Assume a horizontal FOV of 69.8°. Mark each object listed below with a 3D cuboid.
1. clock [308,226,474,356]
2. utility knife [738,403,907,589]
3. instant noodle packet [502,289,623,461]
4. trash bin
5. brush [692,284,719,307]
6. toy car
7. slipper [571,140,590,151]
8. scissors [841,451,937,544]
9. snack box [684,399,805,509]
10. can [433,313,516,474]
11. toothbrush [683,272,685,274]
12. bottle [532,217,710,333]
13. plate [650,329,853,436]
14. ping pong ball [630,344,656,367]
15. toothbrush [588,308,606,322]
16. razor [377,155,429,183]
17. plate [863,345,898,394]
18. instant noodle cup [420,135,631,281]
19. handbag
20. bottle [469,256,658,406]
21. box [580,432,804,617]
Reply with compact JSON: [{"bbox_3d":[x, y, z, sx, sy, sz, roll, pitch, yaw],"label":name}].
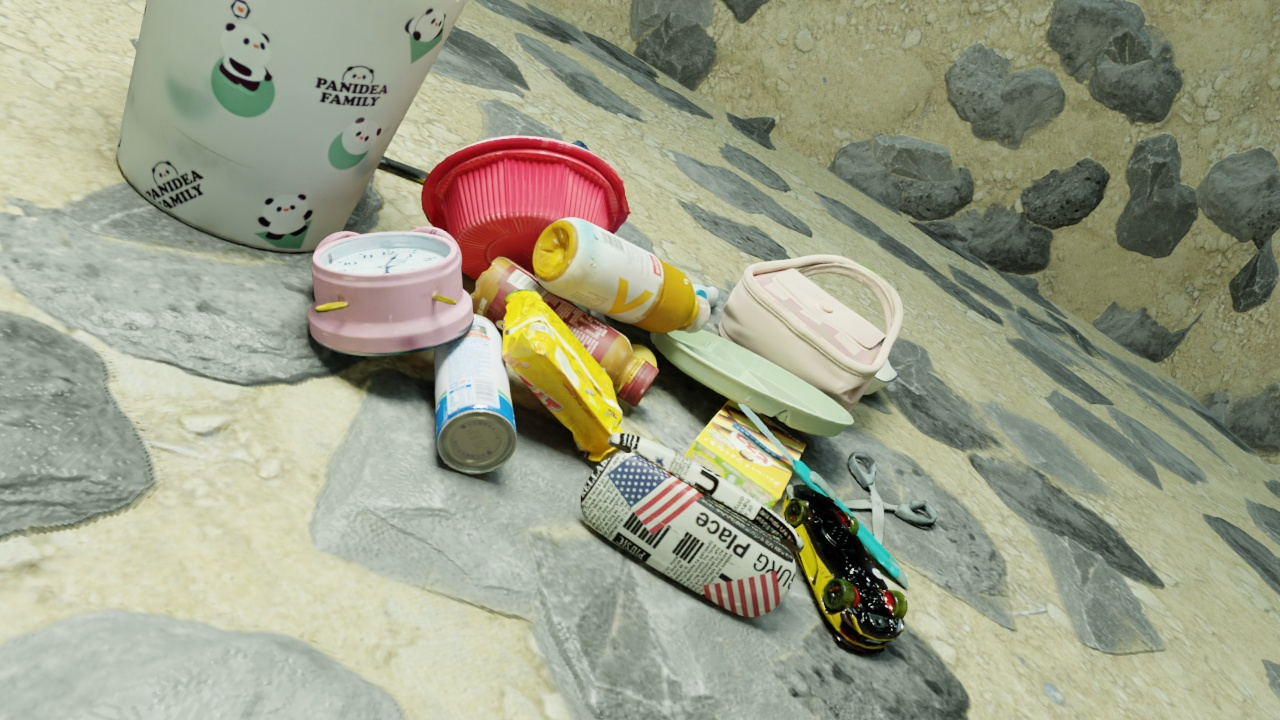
[{"bbox_3d":[-0.187,-0.060,0.681,0.117,0.060,0.158,-6,24,-14],"label":"clock"},{"bbox_3d":[0.164,0.118,0.817,0.222,0.013,0.029,46,21,-2],"label":"utility knife"},{"bbox_3d":[-0.062,0.011,0.718,0.128,0.044,0.110,53,8,-27],"label":"instant noodle packet"},{"bbox_3d":[-0.280,-0.240,0.727,0.229,0.252,0.229,26,24,-13],"label":"trash bin"},{"bbox_3d":[0.029,-0.079,1.039,0.109,0.060,0.314,11,6,6],"label":"brush"},{"bbox_3d":[0.159,0.164,0.742,0.071,0.041,0.155,19,30,-29],"label":"toy car"},{"bbox_3d":[-0.102,-0.173,1.032,0.095,0.105,0.252,54,24,-18],"label":"slipper"},{"bbox_3d":[0.241,0.145,0.925,0.159,0.014,0.180,24,27,-14],"label":"scissors"},{"bbox_3d":[0.096,0.085,0.835,0.087,0.034,0.140,35,25,8],"label":"snack box"},{"bbox_3d":[-0.121,0.020,0.662,0.053,0.053,0.134,21,25,-25],"label":"can"},{"bbox_3d":[-0.019,-0.124,1.126,0.185,0.017,0.012,16,40,-34],"label":"toothbrush"},{"bbox_3d":[-0.009,-0.068,0.823,0.189,0.068,0.068,21,24,-44],"label":"bottle"},{"bbox_3d":[0.109,0.017,0.936,0.230,0.027,0.230,26,11,-6],"label":"plate"},{"bbox_3d":[-0.005,0.005,0.855,0.040,0.040,0.040,27,24,-13],"label":"ping pong ball"},{"bbox_3d":[-0.063,-0.085,0.998,0.016,0.016,0.180,20,28,-31],"label":"toothbrush"},{"bbox_3d":[-0.245,-0.204,0.999,0.142,0.022,0.042,15,72,-28],"label":"razor"},{"bbox_3d":[0.246,-0.024,1.226,0.205,0.046,0.204,27,23,-13],"label":"plate"},{"bbox_3d":[-0.105,-0.121,0.848,0.193,0.194,0.065,16,57,-34],"label":"instant noodle cup"},{"bbox_3d":[0.229,-0.055,1.112,0.193,0.094,0.233,41,47,17],"label":"handbag"},{"bbox_3d":[-0.066,-0.023,0.811,0.175,0.058,0.057,34,23,3],"label":"bottle"},{"bbox_3d":[0.035,0.118,0.655,0.162,0.087,0.076,34,-17,-5],"label":"box"}]
